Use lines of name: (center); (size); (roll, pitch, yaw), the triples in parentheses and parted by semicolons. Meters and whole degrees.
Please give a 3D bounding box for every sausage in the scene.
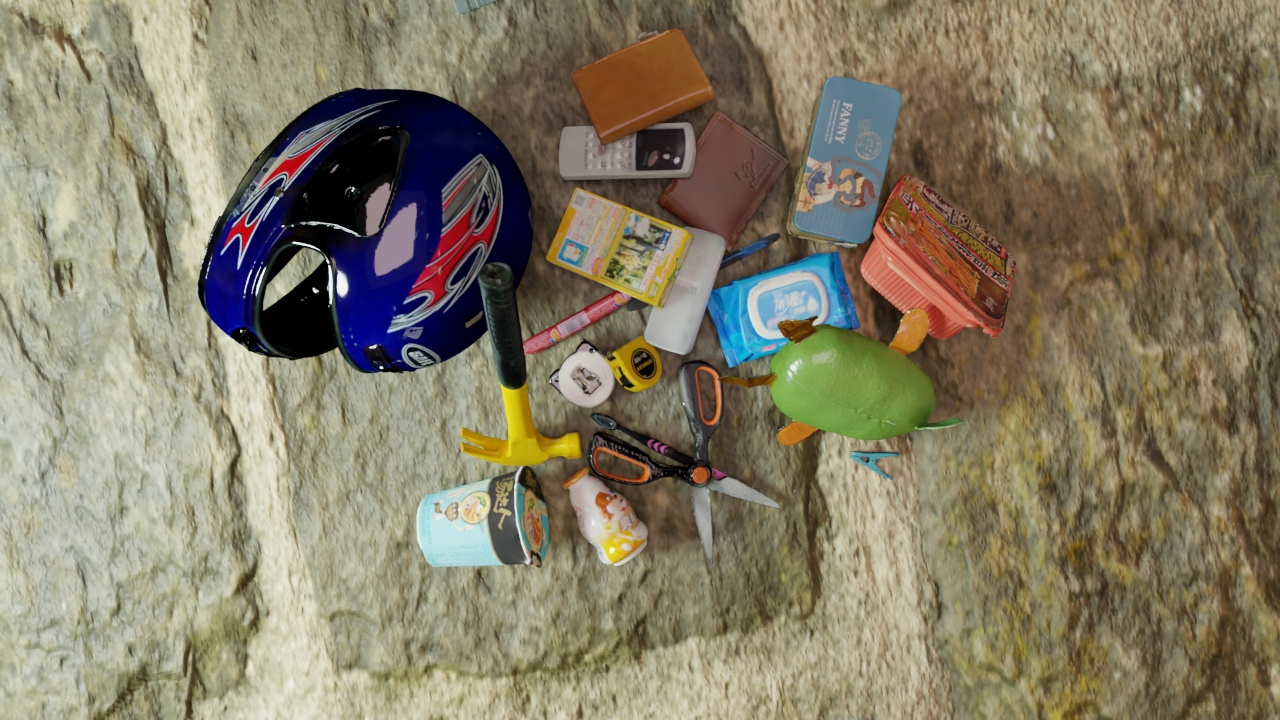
sausage: (-0.068, -0.044, 1.019); (0.156, 0.020, 0.020); (-29, 92, 2)

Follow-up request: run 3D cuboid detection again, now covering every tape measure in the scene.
tape measure: (-0.059, 0.019, 1.015); (0.066, 0.033, 0.066); (41, 94, -1)
tape measure: (-0.006, 0.006, 1.007); (0.059, 0.029, 0.057); (-33, 94, -42)

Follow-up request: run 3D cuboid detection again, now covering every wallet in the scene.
wallet: (0.091, -0.196, 1.007); (0.101, 0.032, 0.124); (33, 93, -3)
wallet: (0.000, -0.298, 0.988); (0.132, 0.031, 0.107); (-23, 67, -1)

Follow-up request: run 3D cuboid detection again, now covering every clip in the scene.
clip: (0.260, 0.112, 1.027); (0.054, 0.013, 0.034); (12, 91, 0)

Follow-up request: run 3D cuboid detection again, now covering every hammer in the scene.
hammer: (-0.128, 0.018, 0.912); (0.128, 0.301, 0.032); (-5, 52, -5)

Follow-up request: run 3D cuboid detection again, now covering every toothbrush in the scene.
toothbrush: (0.070, -0.098, 1.021); (0.189, 0.016, 0.014); (-26, 83, -1)
toothbrush: (0.030, 0.101, 1.026); (0.189, 0.018, 0.014); (26, 86, -2)

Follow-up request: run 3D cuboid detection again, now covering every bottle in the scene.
bottle: (-0.041, 0.170, 1.005); (0.063, 0.063, 0.108); (-36, 92, 1)

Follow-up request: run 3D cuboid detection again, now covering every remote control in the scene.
remote control: (-0.015, -0.226, 0.993); (0.150, 0.021, 0.058); (1, 83, 13)
remote control: (0.049, -0.076, 0.996); (0.056, 0.020, 0.136); (18, 90, 20)

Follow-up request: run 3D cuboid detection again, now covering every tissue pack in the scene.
tissue pack: (0.154, -0.057, 1.001); (0.157, 0.052, 0.095); (-17, 92, 1)

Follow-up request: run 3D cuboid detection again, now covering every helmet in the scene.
helmet: (-0.245, -0.105, 0.899); (0.240, 0.247, 0.315); (34, 83, 17)

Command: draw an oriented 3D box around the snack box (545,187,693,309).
snack box: (-0.023, -0.122, 0.992); (0.140, 0.033, 0.087); (24, 92, 17)

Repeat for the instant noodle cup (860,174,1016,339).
instant noodle cup: (0.304, -0.099, 0.955); (0.164, 0.188, 0.079); (41, 128, 0)

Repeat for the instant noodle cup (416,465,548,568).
instant noodle cup: (-0.172, 0.177, 0.990); (0.120, 0.111, 0.111); (-10, 92, 8)

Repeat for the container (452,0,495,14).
container: (-0.159, -0.437, 0.970); (0.111, 0.090, 0.090); (-18, 92, -1)

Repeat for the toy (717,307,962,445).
toy: (0.212, 0.022, 0.961); (0.246, 0.089, 0.228); (22, 134, -24)

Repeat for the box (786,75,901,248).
box: (0.219, -0.217, 0.990); (0.090, 0.061, 0.184); (10, 94, -1)

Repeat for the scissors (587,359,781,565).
scissors: (0.052, 0.109, 1.015); (0.234, 0.022, 0.220); (11, 85, -9)
